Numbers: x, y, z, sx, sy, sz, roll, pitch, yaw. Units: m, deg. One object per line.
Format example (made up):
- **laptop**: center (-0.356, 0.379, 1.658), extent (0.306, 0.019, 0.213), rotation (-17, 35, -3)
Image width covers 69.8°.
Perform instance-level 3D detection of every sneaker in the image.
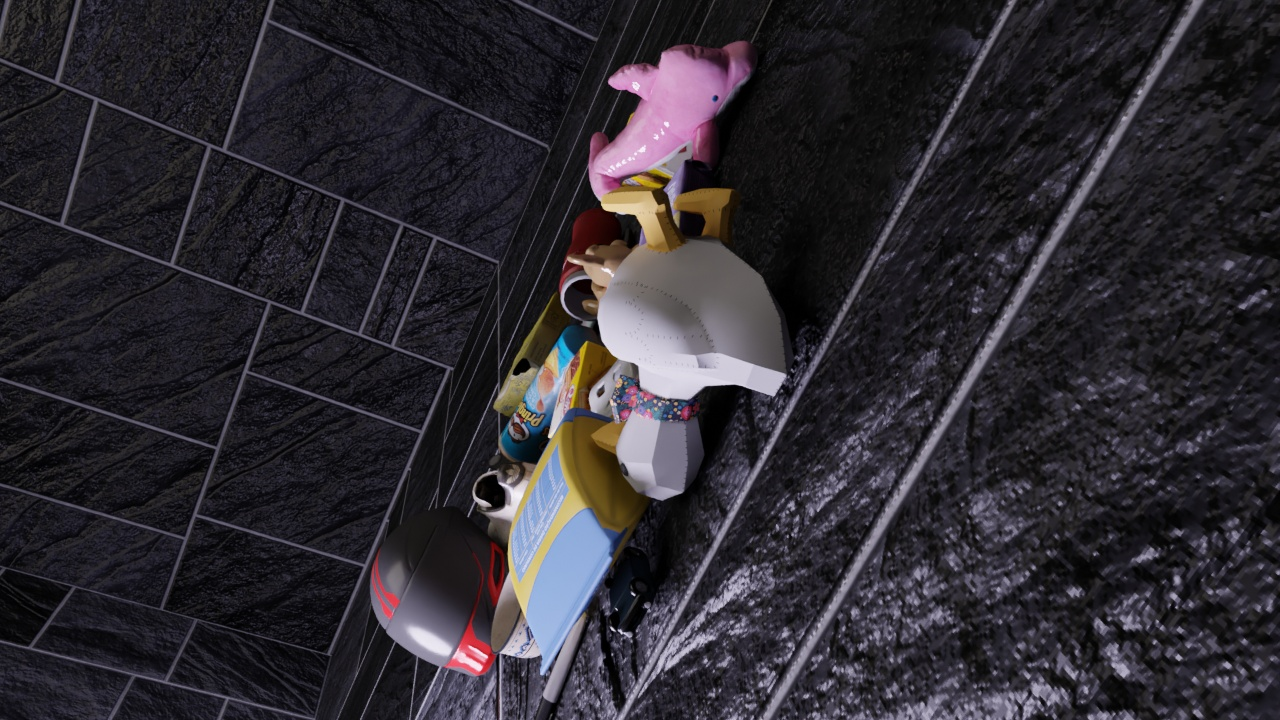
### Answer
- **sneaker**: center (-0.186, 0.199, 1.252), extent (0.242, 0.102, 0.088), rotation (133, 154, -54)

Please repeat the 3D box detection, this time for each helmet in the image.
- **helmet**: center (-0.273, 0.296, 1.224), extent (0.164, 0.170, 0.264), rotation (-62, 18, 18)

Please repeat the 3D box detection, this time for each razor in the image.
- **razor**: center (-0.209, 0.195, 1.433), extent (0.156, 0.060, 0.057), rotation (100, -170, -48)

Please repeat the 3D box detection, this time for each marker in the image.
- **marker**: center (-0.080, 0.317, 0.918), extent (0.022, 0.016, 0.138), rotation (22, 90, 43)

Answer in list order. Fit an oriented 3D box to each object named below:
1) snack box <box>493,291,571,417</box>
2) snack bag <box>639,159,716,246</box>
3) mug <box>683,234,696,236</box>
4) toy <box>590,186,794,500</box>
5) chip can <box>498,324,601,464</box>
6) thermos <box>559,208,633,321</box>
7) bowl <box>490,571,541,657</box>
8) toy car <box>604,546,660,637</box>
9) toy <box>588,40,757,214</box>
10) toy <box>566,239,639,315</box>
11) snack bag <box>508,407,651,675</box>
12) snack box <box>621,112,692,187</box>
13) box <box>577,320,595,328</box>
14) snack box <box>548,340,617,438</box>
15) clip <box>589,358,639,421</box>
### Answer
- **snack box**: center (-0.156, -0.007, 1.366), extent (0.122, 0.045, 0.180), rotation (-53, 11, 37)
- **snack bag**: center (0.043, -0.138, 1.020), extent (0.097, 0.058, 0.204), rotation (-50, 20, 38)
- **mug**: center (0.034, -0.044, 0.893), extent (0.111, 0.081, 0.117), rotation (-40, 68, 42)
- **toy**: center (0.035, -0.009, 0.757), extent (0.247, 0.140, 0.267), rotation (7, 101, 57)
- **chip can**: center (-0.119, 0.053, 1.268), extent (0.230, 0.079, 0.079), rotation (-55, 21, 37)
- **thermos**: center (-0.059, -0.148, 1.344), extent (0.108, 0.084, 0.198), rotation (-24, 32, 19)
- **bowl**: center (-0.116, 0.272, 1.008), extent (0.116, 0.059, 0.115), rotation (-58, 19, 33)
- **toy car**: center (-0.006, 0.196, 0.786), extent (0.046, 0.034, 0.112), rotation (-60, 10, 8)
- **toy**: center (0.018, -0.304, 1.109), extent (0.266, 0.127, 0.186), rotation (-38, 49, 27)
- **toy**: center (-0.037, -0.107, 1.198), extent (0.106, 0.134, 0.108), rotation (47, 144, 49)
- **snack bag**: center (-0.057, 0.167, 0.864), extent (0.205, 0.102, 0.159), rotation (-93, 27, -59)
- **snack box**: center (0.021, -0.306, 1.298), extent (0.110, 0.061, 0.230), rotation (-68, 15, 0)
- **box**: center (-0.121, 0.003, 1.405), extent (0.202, 0.044, 0.154), rotation (-45, 27, 53)
- **snack box**: center (-0.062, 0.046, 1.118), extent (0.084, 0.061, 0.105), rotation (-47, 27, 53)
- **clip**: center (0.001, 0.011, 0.996), extent (0.126, 0.091, 0.151), rotation (-40, 18, 56)
